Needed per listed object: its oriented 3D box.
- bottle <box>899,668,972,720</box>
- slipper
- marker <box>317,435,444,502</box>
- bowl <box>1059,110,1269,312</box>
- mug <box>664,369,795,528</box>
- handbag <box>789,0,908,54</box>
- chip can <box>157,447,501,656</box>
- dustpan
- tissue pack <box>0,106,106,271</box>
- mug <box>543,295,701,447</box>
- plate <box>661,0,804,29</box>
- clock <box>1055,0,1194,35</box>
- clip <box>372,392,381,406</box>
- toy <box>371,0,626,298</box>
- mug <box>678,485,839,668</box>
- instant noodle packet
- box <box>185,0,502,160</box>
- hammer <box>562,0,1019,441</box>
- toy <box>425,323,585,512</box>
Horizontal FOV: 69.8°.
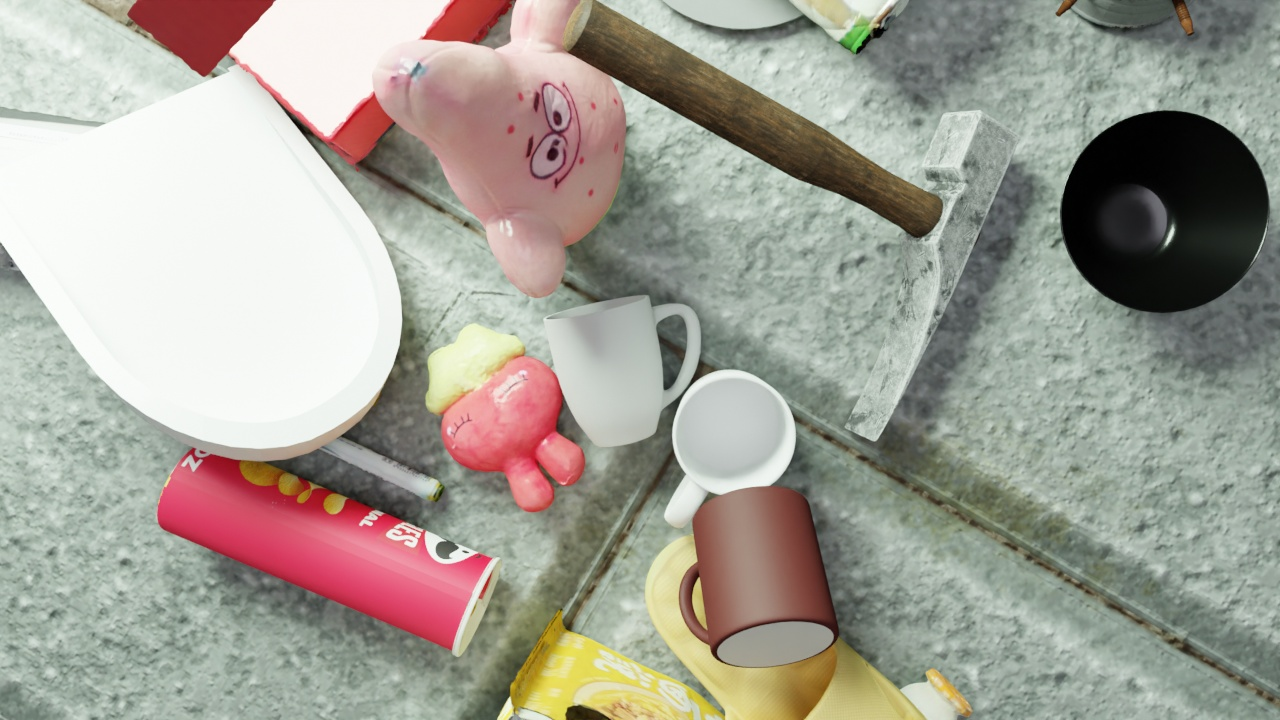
[{"bbox_3d":[0.167,0.253,0.605,0.063,0.063,0.108,45,95,2],"label":"bottle"},{"bbox_3d":[0.099,0.212,0.564,0.099,0.078,0.263,-45,67,0],"label":"slipper"},{"bbox_3d":[-0.207,0.064,0.650,0.146,0.017,0.017,24,93,3],"label":"marker"},{"bbox_3d":[0.323,-0.092,0.589,0.124,0.052,0.124,0,92,4],"label":"bowl"},{"bbox_3d":[0.049,0.060,0.594,0.074,0.090,0.110,32,93,3],"label":"mug"},{"bbox_3d":[0.110,-0.305,0.575,0.195,0.072,0.139,40,94,3],"label":"handbag"},{"bbox_3d":[-0.210,0.126,0.626,0.220,0.069,0.069,22,93,4],"label":"chip can"},{"bbox_3d":[-0.269,-0.060,0.589,0.191,0.053,0.257,-35,90,-25],"label":"dustpan"},{"bbox_3d":[-0.425,-0.117,0.644,0.181,0.071,0.103,9,77,1],"label":"tissue pack"},{"bbox_3d":[-0.004,0.004,0.616,0.107,0.071,0.089,-16,100,-23],"label":"mug"},{"bbox_3d":[0.072,-0.313,0.622,0.178,0.012,0.178,0,92,4],"label":"plate"},{"bbox_3d":[0.322,-0.283,0.582,0.104,0.056,0.148,14,97,12],"label":"clock"},{"bbox_3d":[-0.215,0.021,0.649,0.054,0.046,0.048,39,60,2],"label":"clip"},{"bbox_3d":[-0.068,-0.132,0.525,0.097,0.236,0.192,4,91,19],"label":"toy"},{"bbox_3d":[0.061,0.136,0.549,0.073,0.082,0.106,24,132,-33],"label":"mug"},{"bbox_3d":[0.016,0.255,0.567,0.221,0.163,0.084,25,92,3],"label":"instant noodle packet"},{"bbox_3d":[-0.220,-0.293,0.716,0.213,0.374,0.148,-49,119,0],"label":"box"},{"bbox_3d":[0.075,-0.095,0.551,0.300,0.037,0.218,21,93,-25],"label":"hammer"},{"bbox_3d":[-0.093,0.039,0.627,0.092,0.045,0.135,-34,83,6],"label":"toy"}]
